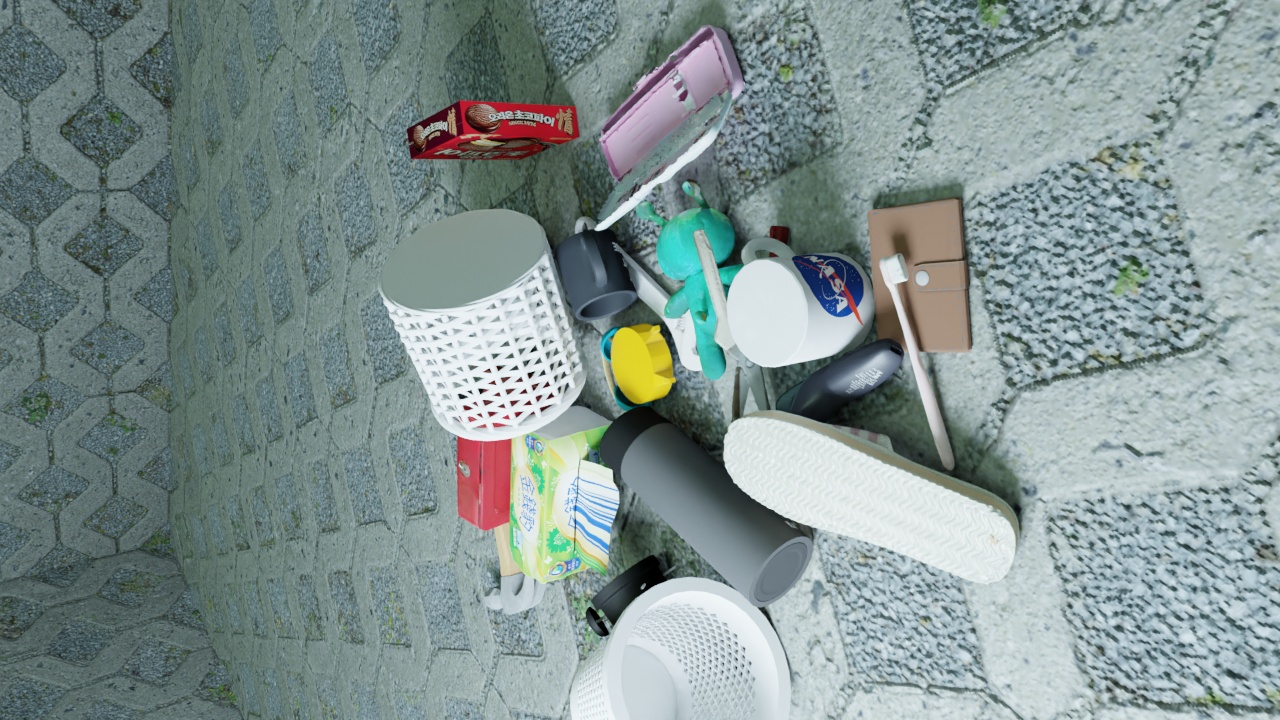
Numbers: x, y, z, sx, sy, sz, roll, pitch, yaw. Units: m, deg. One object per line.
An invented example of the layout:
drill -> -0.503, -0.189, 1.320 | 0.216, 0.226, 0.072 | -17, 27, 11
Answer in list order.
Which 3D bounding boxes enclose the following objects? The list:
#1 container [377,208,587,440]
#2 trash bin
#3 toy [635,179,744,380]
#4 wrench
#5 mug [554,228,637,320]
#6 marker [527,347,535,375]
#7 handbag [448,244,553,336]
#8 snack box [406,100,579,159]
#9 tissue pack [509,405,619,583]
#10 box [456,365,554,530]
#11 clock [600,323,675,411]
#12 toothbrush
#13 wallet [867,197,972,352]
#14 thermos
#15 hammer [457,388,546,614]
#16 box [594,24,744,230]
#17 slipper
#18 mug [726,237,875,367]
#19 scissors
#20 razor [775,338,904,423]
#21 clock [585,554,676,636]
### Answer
container -> -0.171, -0.041, 1.024 | 0.189, 0.189, 0.187 | 35, 150, 42
trash bin -> 0.021, 0.347, 0.961 | 0.200, 0.195, 0.195 | -48, 61, 56
toy -> 0.060, -0.080, 0.892 | 0.131, 0.072, 0.193 | -25, 77, 35
wrench -> 0.002, -0.084, 1.011 | 0.273, 0.018, 0.066 | 46, 131, 36
mug -> -0.049, -0.098, 0.986 | 0.105, 0.071, 0.077 | 93, 158, -74
marker -> -0.146, 0.057, 1.227 | 0.011, 0.011, 0.152 | 18, 112, 48
handbag -> -0.206, -0.094, 1.136 | 0.074, 0.175, 0.152 | 53, 134, 29
snack box -> -0.174, -0.268, 1.079 | 0.133, 0.151, 0.036 | -3, 95, 51
tissue pack -> -0.075, 0.169, 1.089 | 0.141, 0.120, 0.198 | 22, 121, 45
box -> -0.185, 0.107, 1.159 | 0.157, 0.169, 0.157 | 10, 108, 23
clock -> -0.006, 0.006, 1.010 | 0.130, 0.043, 0.099 | -23, 83, 59
toothbrush -> 0.226, 0.002, 0.738 | 0.018, 0.015, 0.181 | -15, 93, 47
wallet -> 0.223, -0.066, 0.742 | 0.088, 0.013, 0.121 | 2, 100, 51
thermos -> 0.060, 0.140, 0.934 | 0.240, 0.082, 0.082 | 39, 126, 40
hammer -> -0.207, 0.196, 1.313 | 0.131, 0.039, 0.328 | -21, 81, 50
box -> 0.025, -0.223, 0.919 | 0.202, 0.066, 0.153 | -30, 54, 50
slipper -> 0.191, 0.109, 0.781 | 0.263, 0.052, 0.115 | 18, 127, 35
mug -> 0.131, -0.058, 0.797 | 0.091, 0.090, 0.121 | -51, 59, 43
scissors -> 0.098, -0.040, 0.849 | 0.179, 0.185, 0.015 | 42, 178, -9
razor -> 0.173, 0.021, 0.791 | 0.143, 0.047, 0.052 | -41, 25, 54
clock -> -0.015, 0.273, 1.049 | 0.121, 0.091, 0.042 | -47, 71, 30
